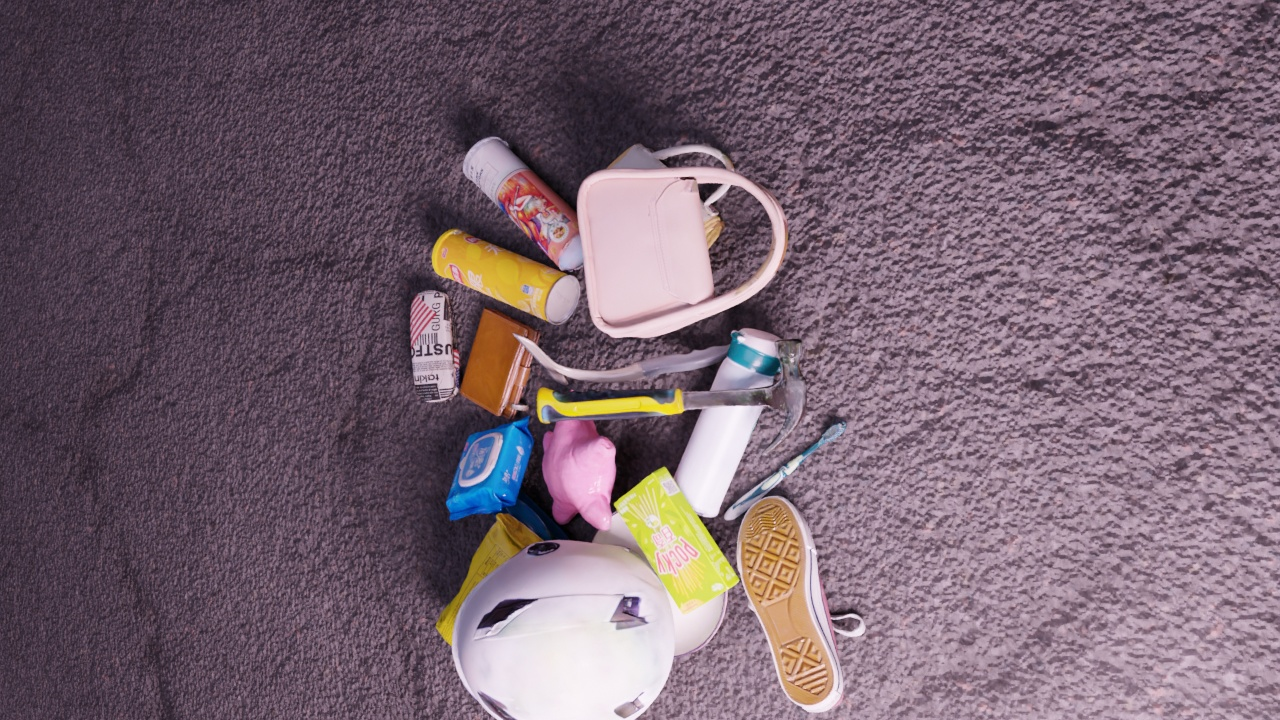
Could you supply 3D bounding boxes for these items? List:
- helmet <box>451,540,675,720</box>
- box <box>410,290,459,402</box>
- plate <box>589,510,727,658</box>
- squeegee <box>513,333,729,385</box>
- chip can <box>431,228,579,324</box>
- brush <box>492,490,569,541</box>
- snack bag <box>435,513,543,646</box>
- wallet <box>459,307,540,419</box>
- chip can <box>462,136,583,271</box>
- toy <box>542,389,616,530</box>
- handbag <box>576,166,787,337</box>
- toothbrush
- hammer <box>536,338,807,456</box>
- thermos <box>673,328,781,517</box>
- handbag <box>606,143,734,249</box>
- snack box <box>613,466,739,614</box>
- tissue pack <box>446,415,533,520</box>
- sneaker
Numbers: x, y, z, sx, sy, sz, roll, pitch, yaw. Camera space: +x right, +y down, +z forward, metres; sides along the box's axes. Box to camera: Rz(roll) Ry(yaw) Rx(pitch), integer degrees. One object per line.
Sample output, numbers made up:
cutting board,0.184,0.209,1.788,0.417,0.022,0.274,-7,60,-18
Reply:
helmet,-0.077,0.325,1.031,0.146,0.258,0.229,-177,86,-76
box,-0.301,-0.021,1.323,0.074,0.064,0.164,-13,83,46
plate,0.023,0.267,1.130,0.193,0.039,0.192,3,96,27
squeegee,-0.007,0.006,1.110,0.246,0.246,0.039,-4,77,4
chip can,-0.185,-0.115,1.249,0.213,0.072,0.072,24,102,28
brush,-0.145,0.220,1.216,0.055,0.074,0.144,-41,65,-17
snack bag,-0.172,0.325,1.196,0.158,0.068,0.247,39,124,13
wallet,-0.194,0.006,1.272,0.119,0.035,0.131,25,102,31
chip can,-0.146,-0.210,1.226,0.214,0.071,0.071,45,111,23
toy,-0.077,0.124,1.159,0.195,0.074,0.178,-16,79,62
handbag,0.050,-0.133,1.047,0.234,0.093,0.193,-9,89,18
toothbrush,0.165,0.130,1.066,0.192,0.018,0.016,-43,69,23
hammer,0.029,0.050,1.049,0.324,0.031,0.126,-4,91,22
thermos,0.104,0.070,1.076,0.073,0.073,0.224,28,104,28
handbag,0.028,-0.199,1.130,0.163,0.063,0.179,47,108,21
snack box,0.040,0.210,1.068,0.086,0.026,0.156,-42,76,40
tissue pack,-0.201,0.142,1.229,0.095,0.052,0.156,-19,39,29
sneaker,0.174,0.271,1.022,0.118,0.088,0.240,-24,55,16
